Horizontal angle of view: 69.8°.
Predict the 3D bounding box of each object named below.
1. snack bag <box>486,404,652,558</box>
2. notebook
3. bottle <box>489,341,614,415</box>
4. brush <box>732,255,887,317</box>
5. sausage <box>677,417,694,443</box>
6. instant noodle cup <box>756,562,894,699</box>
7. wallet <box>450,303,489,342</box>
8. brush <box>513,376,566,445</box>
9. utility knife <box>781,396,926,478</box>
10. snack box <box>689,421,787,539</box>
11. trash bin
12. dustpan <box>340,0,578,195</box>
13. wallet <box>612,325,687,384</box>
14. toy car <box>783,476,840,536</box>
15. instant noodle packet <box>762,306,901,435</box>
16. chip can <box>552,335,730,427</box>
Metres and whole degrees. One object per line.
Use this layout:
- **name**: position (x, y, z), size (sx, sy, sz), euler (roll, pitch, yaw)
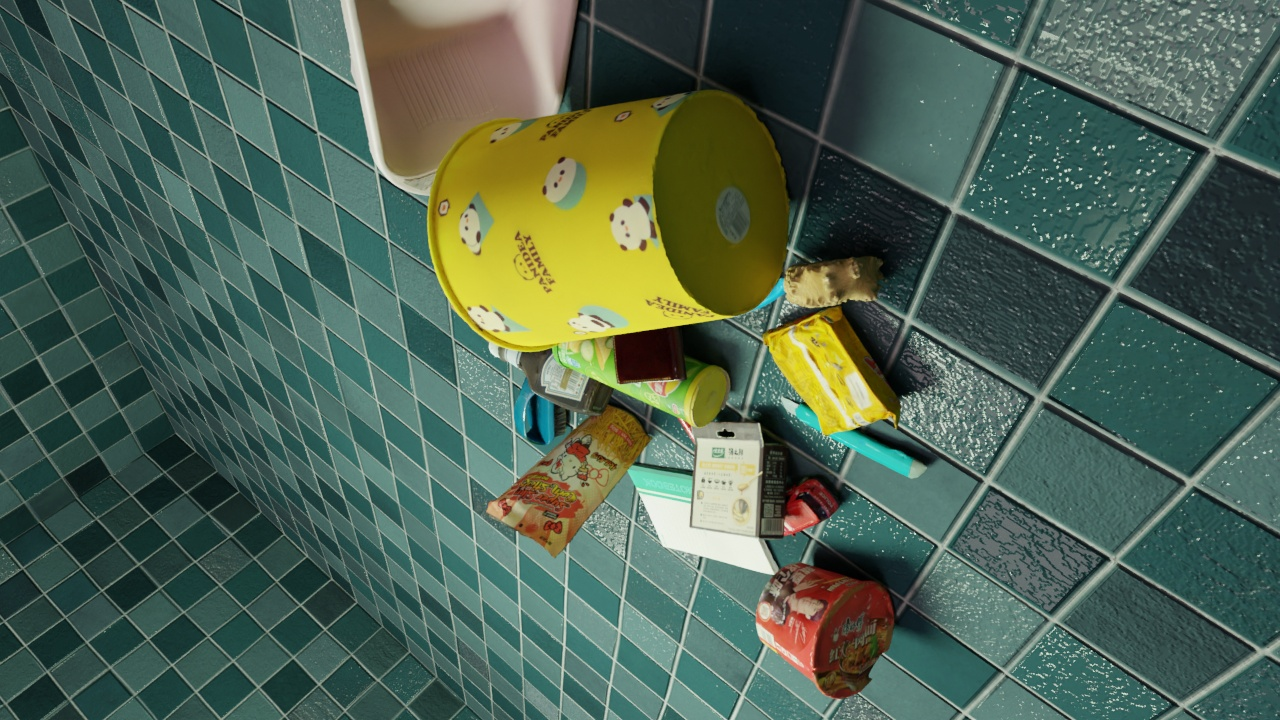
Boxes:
- **snack bag**: position (-0.087, 0.148, 1.172), size (0.129, 0.207, 0.073), euler (23, 144, 35)
- **notebook**: position (0.076, 0.206, 1.221), size (0.210, 0.012, 0.150), euler (2, 124, 49)
- **bottle**: position (-0.119, 0.008, 1.190), size (0.195, 0.080, 0.044), euler (23, -176, 34)
- **brush**: position (0.126, -0.060, 0.852), size (0.255, 0.083, 0.046), euler (-11, 92, 60)
- **sausage**: position (0.065, 0.083, 1.102), size (0.020, 0.020, 0.156), euler (-17, 110, 55)
- **instant noodle cup**: position (0.208, 0.302, 1.063), size (0.109, 0.137, 0.138), euler (16, 136, 52)
- **wallet**: position (-0.223, -0.079, 1.273), size (0.115, 0.020, 0.101), euler (38, 143, 20)
- **brush**: position (-0.142, 0.068, 1.276), size (0.055, 0.073, 0.144), euler (41, 147, 28)
- **utility knife**: position (0.212, 0.076, 0.930), size (0.171, 0.013, 0.029), euler (28, 139, 34)
- **snack box**: position (0.108, 0.134, 1.040), size (0.113, 0.053, 0.125), euler (-3, 80, 51)
- **trash bin**: position (-0.022, -0.125, 0.822), size (0.256, 0.228, 0.230), euler (-1, 123, 43)
- **dustpan**: position (-0.147, -0.260, 0.831), size (0.139, 0.222, 0.274), euler (65, 158, -3)
- **wallet**: position (0.004, -0.036, 0.990), size (0.097, 0.020, 0.122), euler (-5, 91, 42)
- **toy car**: position (0.174, 0.169, 1.041), size (0.053, 0.045, 0.121), euler (49, 149, 2)
- **instant noodle packet**: position (0.184, 0.013, 0.870), size (0.128, 0.044, 0.111), euler (56, 153, -5)
- **chip can**: position (-0.006, 0.006, 1.057), size (0.221, 0.072, 0.073), euler (23, 139, 34)
